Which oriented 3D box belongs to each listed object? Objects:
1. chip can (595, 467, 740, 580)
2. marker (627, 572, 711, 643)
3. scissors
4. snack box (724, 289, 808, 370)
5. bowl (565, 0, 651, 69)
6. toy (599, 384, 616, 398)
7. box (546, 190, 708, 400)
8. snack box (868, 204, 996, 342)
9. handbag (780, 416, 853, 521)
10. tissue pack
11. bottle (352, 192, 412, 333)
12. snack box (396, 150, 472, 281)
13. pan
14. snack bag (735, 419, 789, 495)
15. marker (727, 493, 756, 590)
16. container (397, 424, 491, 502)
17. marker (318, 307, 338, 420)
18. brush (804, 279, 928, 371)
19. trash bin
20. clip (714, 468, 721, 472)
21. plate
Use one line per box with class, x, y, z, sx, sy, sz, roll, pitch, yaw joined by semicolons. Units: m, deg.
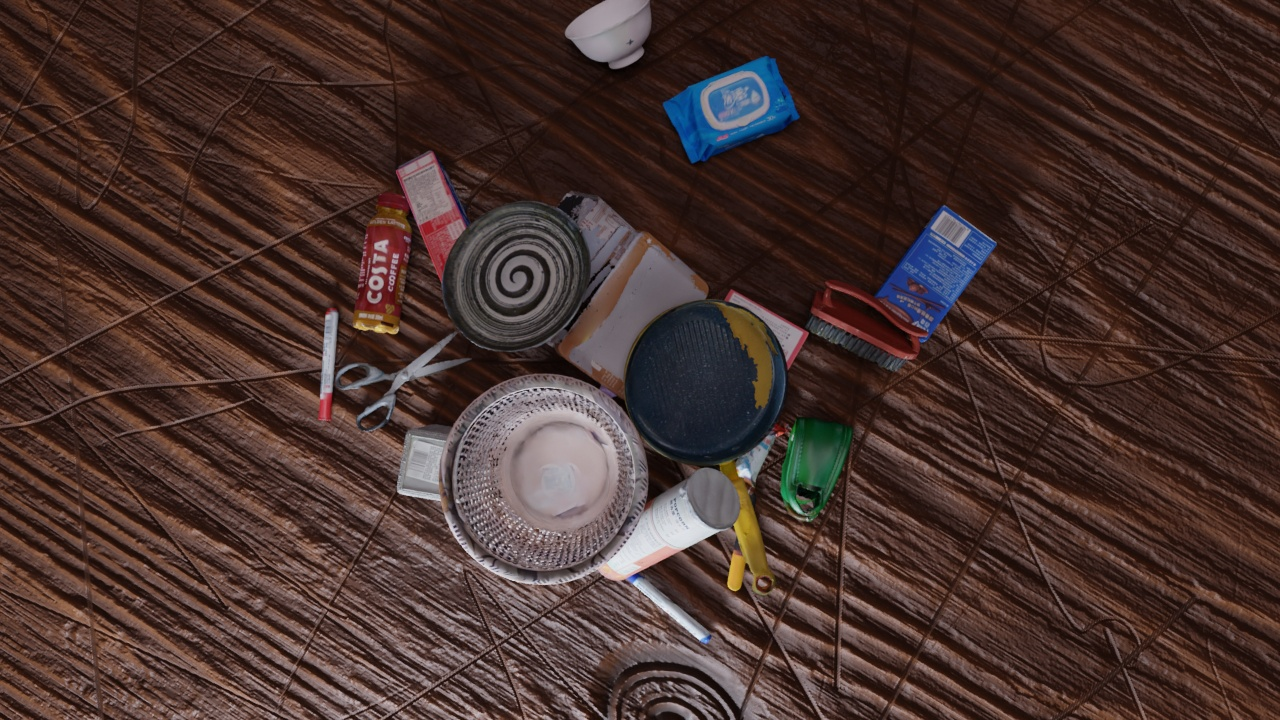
chip can;0.023;0.195;1.067;0.071;0.215;0.071;18;54;-27
marker;0.030;0.304;1.153;0.146;0.017;0.017;39;88;3
scissors;-0.311;0.022;1.182;0.170;0.014;0.159;18;86;1
snack box;0.131;-0.007;1.157;0.113;0.044;0.127;30;88;3
bowl;-0.030;-0.414;1.172;0.118;0.118;0.065;-30;125;-1
toy;-0.007;0.007;1.163;0.108;0.039;0.083;-16;73;1
box;-0.048;-0.081;1.132;0.192;0.157;0.183;39;87;-27
snack box;0.371;-0.110;1.167;0.084;0.026;0.157;37;88;4
handbag;0.207;0.131;1.102;0.068;0.131;0.120;12;80;7
tissue pack;0.116;-0.322;1.175;0.157;0.052;0.095;-22;86;0
bottle;-0.326;-0.124;1.169;0.057;0.057;0.175;7;87;2
snack box;-0.239;-0.164;1.135;0.058;0.057;0.207;-27;63;1
pan;0.099;0.103;1.086;0.197;0.078;0.357;-16;101;-7
snack bag;0.144;0.114;1.152;0.048;0.026;0.104;29;72;14
marker;0.129;0.228;1.158;0.018;0.015;0.123;11;84;0
container;-0.240;0.127;1.122;0.090;0.114;0.090;9;86;2
marker;-0.402;0.005;1.183;0.017;0.017;0.145;3;86;1
brush;0.281;-0.044;1.140;0.146;0.063;0.069;28;119;2
trash bin;-0.104;0.134;1.078;0.227;0.192;0.227;0;86;1
clip;0.113;0.138;1.163;0.057;0.015;0.049;16;84;4
plate;-0.138;-0.094;1.037;0.180;0.024;0.179;-4;76;15
